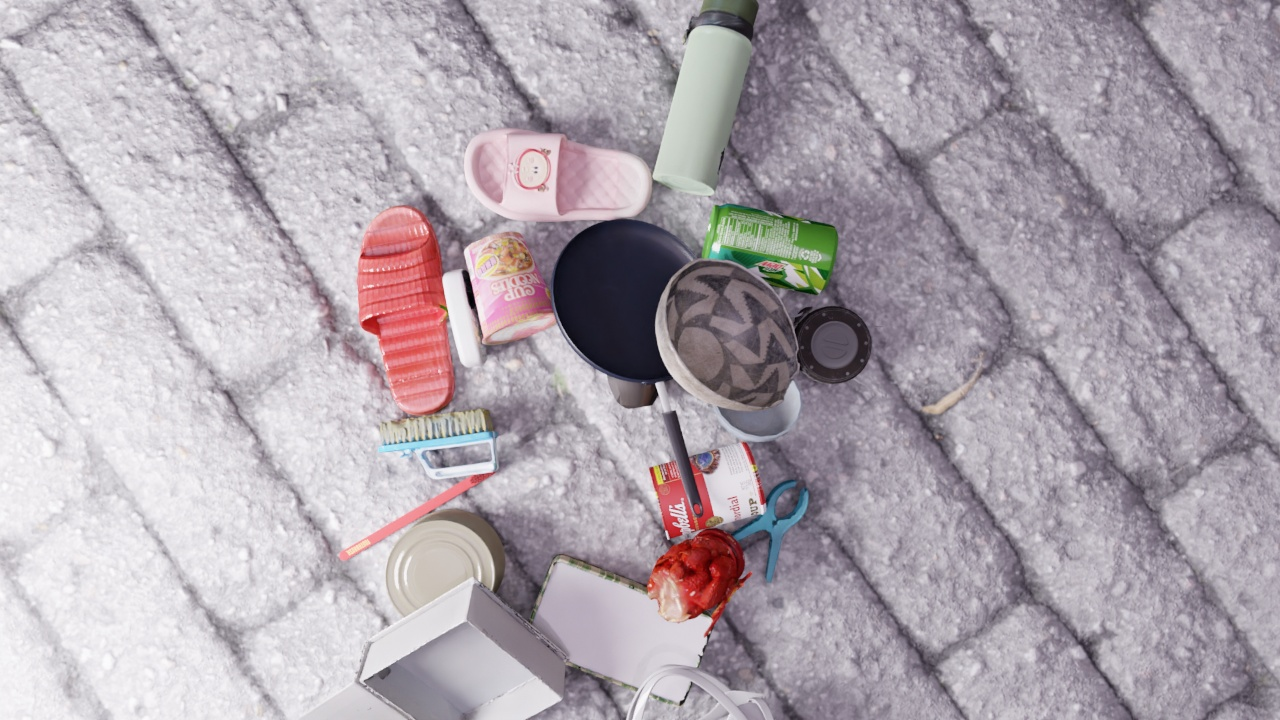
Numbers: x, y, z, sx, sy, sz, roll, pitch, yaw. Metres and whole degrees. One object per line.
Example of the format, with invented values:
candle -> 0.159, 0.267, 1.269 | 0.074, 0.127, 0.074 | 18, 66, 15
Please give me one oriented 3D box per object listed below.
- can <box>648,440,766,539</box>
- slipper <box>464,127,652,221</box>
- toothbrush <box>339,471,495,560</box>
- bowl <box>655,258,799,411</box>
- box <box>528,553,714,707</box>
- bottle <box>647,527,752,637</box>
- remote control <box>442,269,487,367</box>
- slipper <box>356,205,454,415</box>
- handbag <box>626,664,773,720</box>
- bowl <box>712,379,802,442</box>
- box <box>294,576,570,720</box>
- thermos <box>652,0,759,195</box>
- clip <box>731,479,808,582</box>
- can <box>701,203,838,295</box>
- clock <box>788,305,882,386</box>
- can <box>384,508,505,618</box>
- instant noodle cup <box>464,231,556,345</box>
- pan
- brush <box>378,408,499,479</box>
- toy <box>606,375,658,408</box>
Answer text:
can -> 0.076, 0.148, 1.054 | 0.116, 0.086, 0.086 | -15, 89, -1
slipper -> -0.096, -0.213, 1.072 | 0.221, 0.055, 0.107 | 8, 91, -2
toothbrush -> -0.263, 0.180, 1.082 | 0.212, 0.018, 0.012 | -30, 90, -1
bowl -> 0.082, -0.018, 1.009 | 0.178, 0.081, 0.178 | 16, 59, -28
box -> -0.025, 0.312, 1.070 | 0.205, 0.051, 0.117 | 20, 86, -1
bottle -> 0.068, 0.245, 1.030 | 0.099, 0.111, 0.099 | 10, 108, 33
remote control -> -0.203, -0.049, 1.065 | 0.028, 0.060, 0.114 | -12, 90, 1
slipper -> -0.274, -0.058, 1.065 | 0.103, 0.059, 0.248 | -8, 91, -2
handbag -> 0.051, 0.444, 1.026 | 0.216, 0.095, 0.223 | -22, 105, -2
bowl -> 0.132, 0.052, 1.069 | 0.106, 0.039, 0.106 | 3, 60, -6
box -> -0.271, 0.399, 1.019 | 0.369, 0.098, 0.166 | -36, 115, 13
thermos -> 0.076, -0.315, 1.066 | 0.082, 0.082, 0.231 | 15, 90, -1
clip -> 0.147, 0.189, 1.087 | 0.102, 0.027, 0.119 | 38, 89, -3
can -> 0.148, -0.130, 1.061 | 0.144, 0.083, 0.083 | 12, 89, -1
clock -> 0.218, -0.019, 1.080 | 0.123, 0.044, 0.091 | 13, 89, -1
can -> -0.224, 0.239, 1.054 | 0.128, 0.073, 0.127 | 0, 89, -1
instant noodle cup -> -0.152, -0.085, 1.055 | 0.097, 0.098, 0.108 | -20, 83, -1
pan -> 0.014, 0.005, 1.037 | 0.198, 0.021, 0.356 | -11, 76, -23
brush -> -0.236, 0.100, 1.065 | 0.136, 0.055, 0.075 | -7, 84, -1
toy -> -0.006, 0.006, 1.071 | 0.076, 0.063, 0.100 | 1, 87, -39
